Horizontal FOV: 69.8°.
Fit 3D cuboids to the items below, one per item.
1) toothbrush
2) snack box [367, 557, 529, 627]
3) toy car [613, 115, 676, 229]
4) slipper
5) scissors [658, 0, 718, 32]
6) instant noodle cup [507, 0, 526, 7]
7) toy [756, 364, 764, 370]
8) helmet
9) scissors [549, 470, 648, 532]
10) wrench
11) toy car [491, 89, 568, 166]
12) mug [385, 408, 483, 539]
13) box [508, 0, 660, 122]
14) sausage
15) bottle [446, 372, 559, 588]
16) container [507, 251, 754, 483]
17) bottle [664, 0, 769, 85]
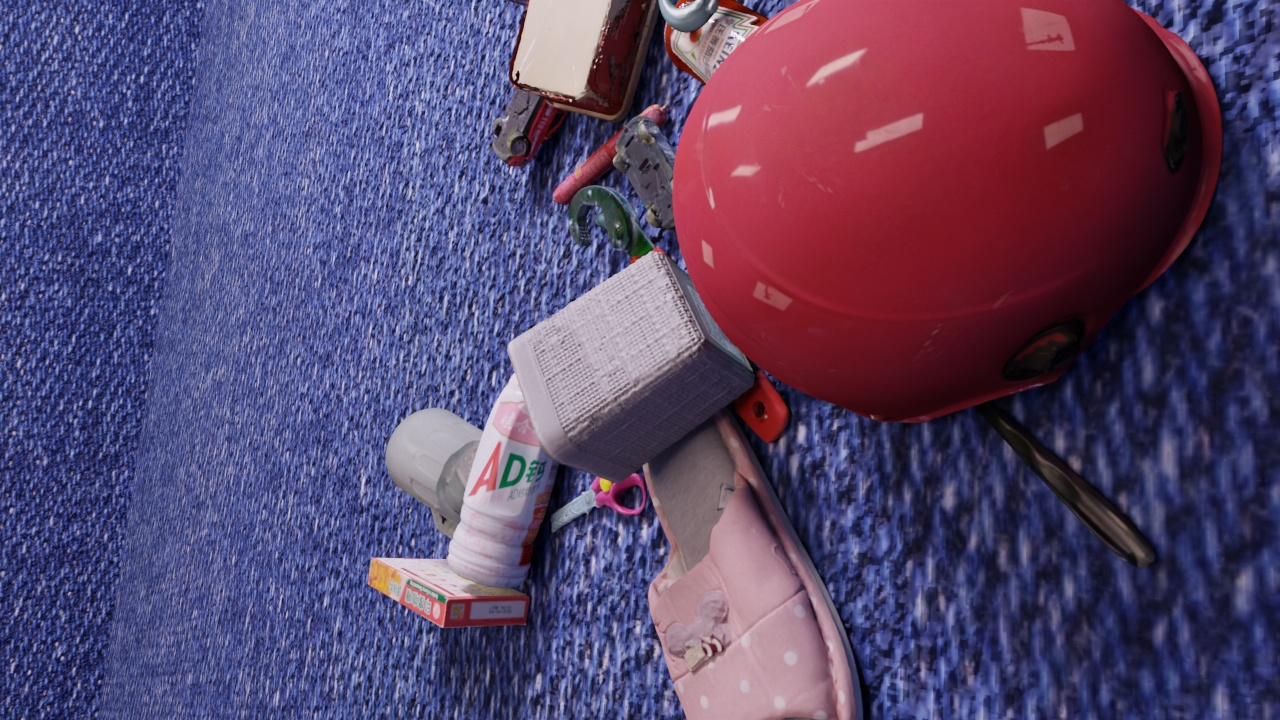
[{"bbox_3d":[0.173,0.030,0.441,0.016,0.018,0.181,-56,44,22],"label":"toothbrush"},{"bbox_3d":[-0.168,0.197,0.788,0.156,0.077,0.027,2,83,53],"label":"snack box"},{"bbox_3d":[0.013,-0.137,0.672,0.043,0.034,0.090,-46,62,38],"label":"toy car"},{"bbox_3d":[0.048,0.133,0.543,0.114,0.054,0.274,-46,47,36],"label":"slipper"},{"bbox_3d":[0.093,-0.256,0.548,0.170,0.019,0.174,41,96,33],"label":"scissors"},{"bbox_3d":[-0.091,-0.378,0.802,0.152,0.111,0.151,-17,68,49],"label":"instant noodle cup"},{"bbox_3d":[0.082,-0.071,0.555,0.162,0.049,0.156,0,86,50],"label":"toy"},{"bbox_3d":[0.115,-0.084,0.409,0.241,0.143,0.206,-30,67,32],"label":"helmet"},{"bbox_3d":[-0.035,0.107,0.693,0.136,0.017,0.063,-43,62,43],"label":"scissors"},{"bbox_3d":[0.019,-0.045,0.635,0.273,0.016,0.056,51,131,38],"label":"wrench"},{"bbox_3d":[-0.090,-0.228,0.819,0.121,0.045,0.053,-56,41,19],"label":"toy car"},{"bbox_3d":[-0.162,0.112,0.812,0.103,0.083,0.124,16,121,52],"label":"mug"},{"bbox_3d":[-0.039,-0.284,0.718,0.091,0.079,0.168,21,100,28],"label":"box"},{"bbox_3d":[-0.027,-0.165,0.743,0.156,0.020,0.020,-30,59,45],"label":"sausage"},{"bbox_3d":[-0.100,0.080,0.740,0.068,0.068,0.197,18,93,53],"label":"bottle"},{"bbox_3d":[-0.003,0.003,0.562,0.114,0.090,0.090,-35,58,18],"label":"container"},{"bbox_3d":[0.090,-0.170,0.563,0.206,0.059,0.060,48,119,40],"label":"bottle"}]
